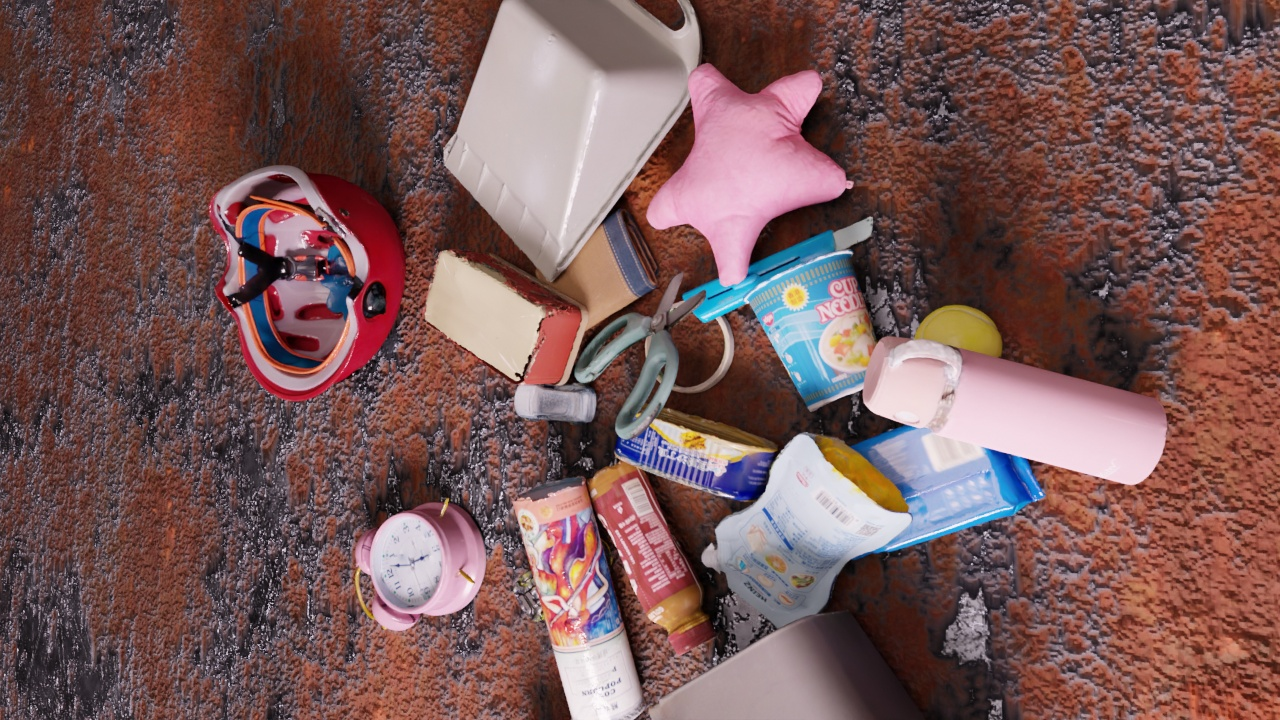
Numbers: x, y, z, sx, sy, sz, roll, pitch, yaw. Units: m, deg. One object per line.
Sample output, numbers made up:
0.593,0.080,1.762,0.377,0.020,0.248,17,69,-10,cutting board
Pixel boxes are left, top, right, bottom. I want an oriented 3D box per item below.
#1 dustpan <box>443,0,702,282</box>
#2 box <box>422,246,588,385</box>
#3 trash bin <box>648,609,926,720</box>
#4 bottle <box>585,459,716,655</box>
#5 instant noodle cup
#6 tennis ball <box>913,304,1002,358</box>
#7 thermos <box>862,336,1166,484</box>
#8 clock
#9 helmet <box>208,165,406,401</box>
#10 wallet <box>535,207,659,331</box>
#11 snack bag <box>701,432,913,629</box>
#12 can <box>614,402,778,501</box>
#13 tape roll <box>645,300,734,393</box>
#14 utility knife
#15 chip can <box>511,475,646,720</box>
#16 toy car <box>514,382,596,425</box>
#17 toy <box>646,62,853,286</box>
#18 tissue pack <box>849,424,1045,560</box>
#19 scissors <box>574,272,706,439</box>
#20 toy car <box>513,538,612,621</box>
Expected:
-0.058,-0.252,0.909,0.222,0.142,0.258,48,133,28,dustpan
-0.140,-0.046,0.892,0.168,0.077,0.091,30,108,36,box
0.136,0.323,0.685,0.199,0.198,0.219,-37,63,18,trash bin
0.011,0.176,0.826,0.058,0.057,0.175,-35,71,21,bottle
0.150,-0.021,0.756,0.099,0.099,0.110,-26,82,23,instant noodle cup
0.246,-0.011,0.714,0.066,0.065,0.065,-2,85,27,tennis ball
0.264,0.028,0.649,0.198,0.087,0.067,16,64,1,thermos
-0.237,0.214,0.952,0.159,0.059,0.117,-31,72,24,clock
-0.337,-0.087,0.985,0.207,0.143,0.240,3,101,28,helmet
-0.043,-0.082,0.891,0.115,0.033,0.090,-31,70,23,wallet
0.126,0.145,0.741,0.110,0.038,0.192,34,131,4,snack bag
0.046,0.078,0.808,0.148,0.074,0.049,16,97,29,can
0.045,-0.012,0.848,0.086,0.014,0.085,-3,84,27,tape roll
0.121,-0.081,0.805,0.179,0.018,0.034,-25,66,16,utility knife
-0.055,0.216,0.825,0.071,0.071,0.214,-14,92,26,chip can
-0.086,0.041,0.902,0.091,0.034,0.043,4,91,29,toy car
0.095,-0.159,0.798,0.179,0.074,0.194,18,93,28,toy
0.224,0.094,0.725,0.157,0.052,0.095,-25,73,24,tissue pack
-0.005,0.005,0.818,0.171,0.019,0.178,-32,36,34,scissors
-0.072,0.207,0.882,0.105,0.032,0.048,-37,77,8,toy car
